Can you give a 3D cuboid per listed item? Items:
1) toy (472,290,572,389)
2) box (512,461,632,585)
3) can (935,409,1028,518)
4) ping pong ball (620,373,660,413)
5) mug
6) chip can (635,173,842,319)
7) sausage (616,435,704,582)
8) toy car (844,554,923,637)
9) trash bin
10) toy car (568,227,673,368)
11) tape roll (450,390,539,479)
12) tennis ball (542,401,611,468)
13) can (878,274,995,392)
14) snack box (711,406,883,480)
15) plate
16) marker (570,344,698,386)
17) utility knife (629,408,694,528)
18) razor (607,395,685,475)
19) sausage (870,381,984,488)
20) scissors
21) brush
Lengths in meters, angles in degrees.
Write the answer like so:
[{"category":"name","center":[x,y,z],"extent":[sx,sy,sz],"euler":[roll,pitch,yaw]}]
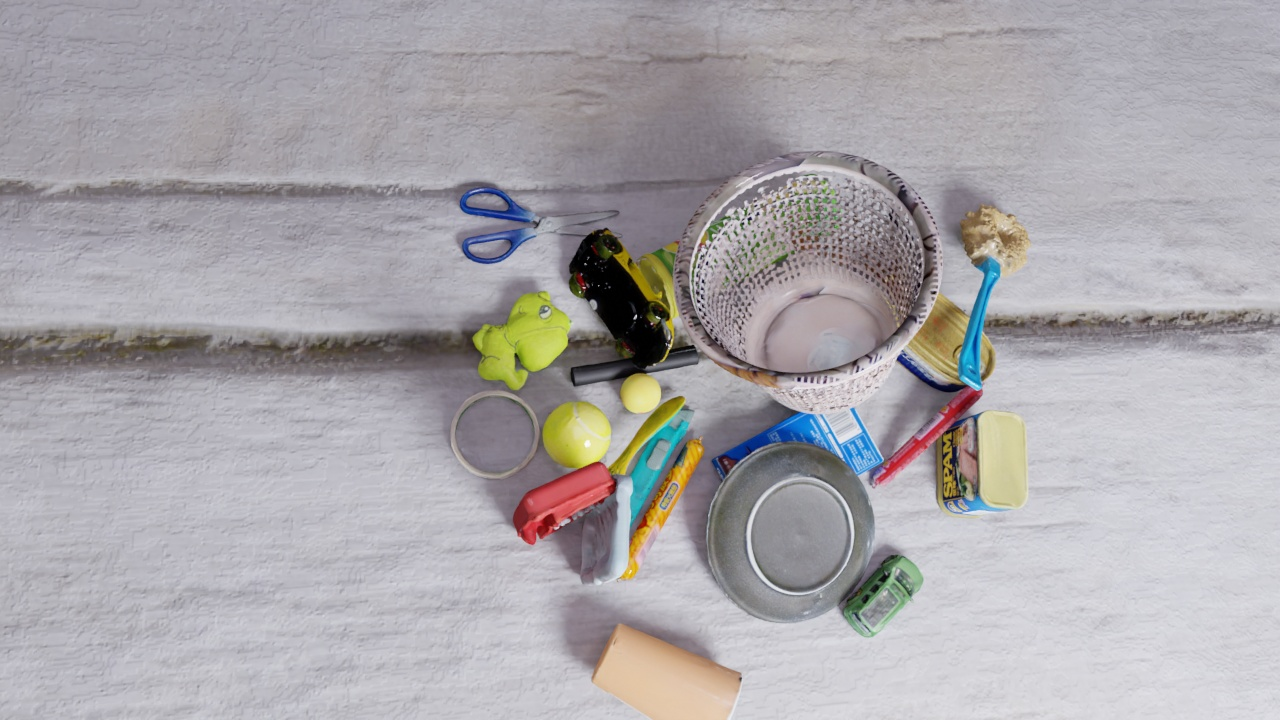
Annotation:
[{"category":"toy","center":[-0.115,-0.020,0.911],"extent":[0.100,0.031,0.096],"euler":[-9,77,-7]},{"category":"box","center":[-0.049,0.151,0.788],"extent":[0.095,0.202,0.098],"euler":[-23,80,-16]},{"category":"can","center":[0.344,0.104,0.925],"extent":[0.057,0.083,0.102],"euler":[6,75,-8]},{"category":"ping pong ball","center":[0.000,0.033,0.911],"extent":[0.040,0.040,0.040],"euler":[2,76,-9]},{"category":"mug","center":[0.021,0.293,0.834],"extent":[0.123,0.078,0.078],"euler":[26,73,4]},{"category":"chip can","center":[0.106,-0.121,0.950],"extent":[0.221,0.073,0.072],"euler":[-28,82,-15]},{"category":"sausage","center":[0.020,0.144,0.896],"extent":[0.021,0.021,0.165],"euler":[31,73,0]},{"category":"toy car","center":[0.242,0.231,0.903],"extent":[0.091,0.036,0.043],"euler":[-42,84,-20]},{"category":"trash bin","center":[0.162,-0.048,0.858],"extent":[0.228,0.192,0.227],"euler":[-6,66,15]},{"category":"toy car","center":[-0.017,-0.061,0.912],"extent":[0.041,0.071,0.156],"euler":[-15,63,-46]},{"category":"tape roll","center":[-0.141,0.072,0.892],"extent":[0.085,0.014,0.085],"euler":[2,75,-8]},{"category":"tennis ball","center":[-0.061,0.071,0.878],"extent":[0.065,0.065,0.065],"euler":[2,76,-9]},{"category":"can","center":[0.301,-0.027,0.970],"extent":[0.148,0.049,0.074],"euler":[40,74,2]},{"category":"snack box","center":[0.159,0.101,0.926],"extent":[0.157,0.026,0.084],"euler":[-26,83,-14]},{"category":"plate","center":[0.151,0.168,0.887],"extent":[0.179,0.024,0.179],"euler":[0,90,-16]},{"category":"marker","center":[-0.005,0.005,0.927],"extent":[0.132,0.022,0.020],"euler":[-10,40,-11]},{"category":"utility knife","center":[0.006,0.113,0.906],"extent":[0.029,0.013,0.164],"euler":[28,73,5]},{"category":"razor","center":[0.001,0.082,0.899],"extent":[0.043,0.028,0.132],"euler":[30,69,33]},{"category":"sausage","center":[0.293,0.076,0.937],"extent":[0.156,0.020,0.020],"euler":[-44,86,5]},{"category":"scissors","center":[-0.107,-0.150,0.955],"extent":[0.170,0.012,0.141],"euler":[-34,84,-17]},{"category":"brush","center":[0.359,-0.070,0.959],"extent":[0.083,0.046,0.253],"euler":[32,55,-11]}]
